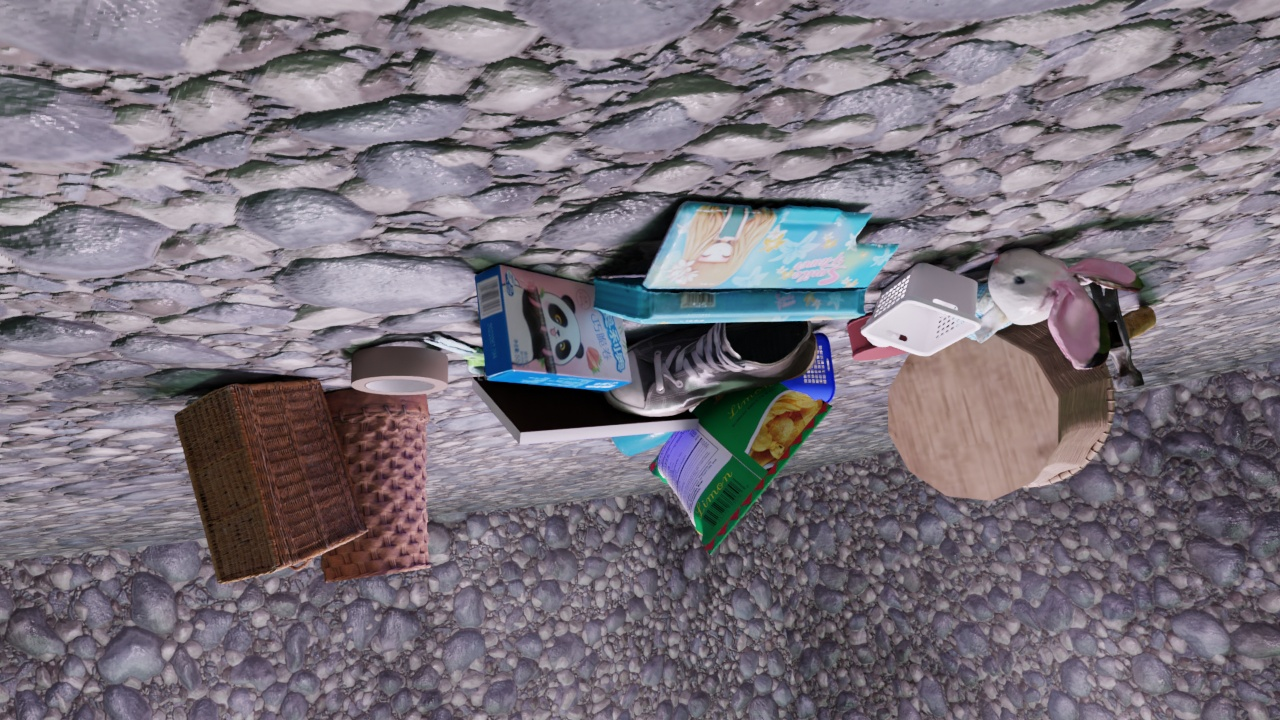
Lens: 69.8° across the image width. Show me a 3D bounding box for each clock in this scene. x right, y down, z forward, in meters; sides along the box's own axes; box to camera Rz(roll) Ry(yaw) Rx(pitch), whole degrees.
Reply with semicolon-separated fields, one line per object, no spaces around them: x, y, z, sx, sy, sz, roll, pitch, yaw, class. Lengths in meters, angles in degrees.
0.295;-0.033;1.092;0.087;0.044;0.125;-5;167;-16;clock

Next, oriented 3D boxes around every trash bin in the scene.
-0.318;0.149;1.089;0.151;0.210;0.151;-8;169;-2;trash bin

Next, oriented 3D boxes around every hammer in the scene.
0.621;-0.046;1.162;0.033;0.132;0.329;-19;175;35;hammer

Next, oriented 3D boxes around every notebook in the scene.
-0.067;0.046;1.040;0.208;0.022;0.171;-3;-159;-28;notebook

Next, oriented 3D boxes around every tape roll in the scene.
-0.239;0.011;0.914;0.094;0.030;0.094;-2;167;-1;tape roll

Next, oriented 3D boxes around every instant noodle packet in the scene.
0.102;0.092;1.047;0.090;0.195;0.252;38;-177;-20;instant noodle packet

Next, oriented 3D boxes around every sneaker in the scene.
0.066;-0.005;0.949;0.235;0.095;0.120;-9;166;9;sneaker

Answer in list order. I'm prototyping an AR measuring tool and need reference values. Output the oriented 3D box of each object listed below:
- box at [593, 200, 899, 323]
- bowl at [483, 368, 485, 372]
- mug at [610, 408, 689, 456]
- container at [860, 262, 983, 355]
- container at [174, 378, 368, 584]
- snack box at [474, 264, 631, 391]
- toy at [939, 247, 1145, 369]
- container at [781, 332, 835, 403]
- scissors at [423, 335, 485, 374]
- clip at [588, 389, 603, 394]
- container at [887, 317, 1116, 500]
0.095;-0.066;0.754;0.226;0.074;0.181;-3;167;-27;box
-0.085;-0.012;0.868;0.121;0.056;0.121;4;180;0;bowl
0.020;0.081;1.363;0.104;0.084;0.112;-22;-168;27;mug
0.286;-0.053;0.932;0.081;0.049;0.129;19;165;-4;container
-0.381;0.120;0.949;0.114;0.198;0.112;-21;175;35;container
-0.070;-0.023;0.769;0.033;0.088;0.154;-17;166;34;snack box
0.376;-0.074;0.924;0.105;0.130;0.206;49;159;-26;toy
0.181;0.018;1.127;0.058;0.096;0.114;2;165;-24;container
-0.170;-0.009;0.947;0.072;0.033;0.175;-8;172;15;scissors
-0.006;0.025;1.035;0.126;0.113;0.028;10;158;-20;clip
0.418;0.055;1.083;0.227;0.227;0.195;-18;173;36;container
